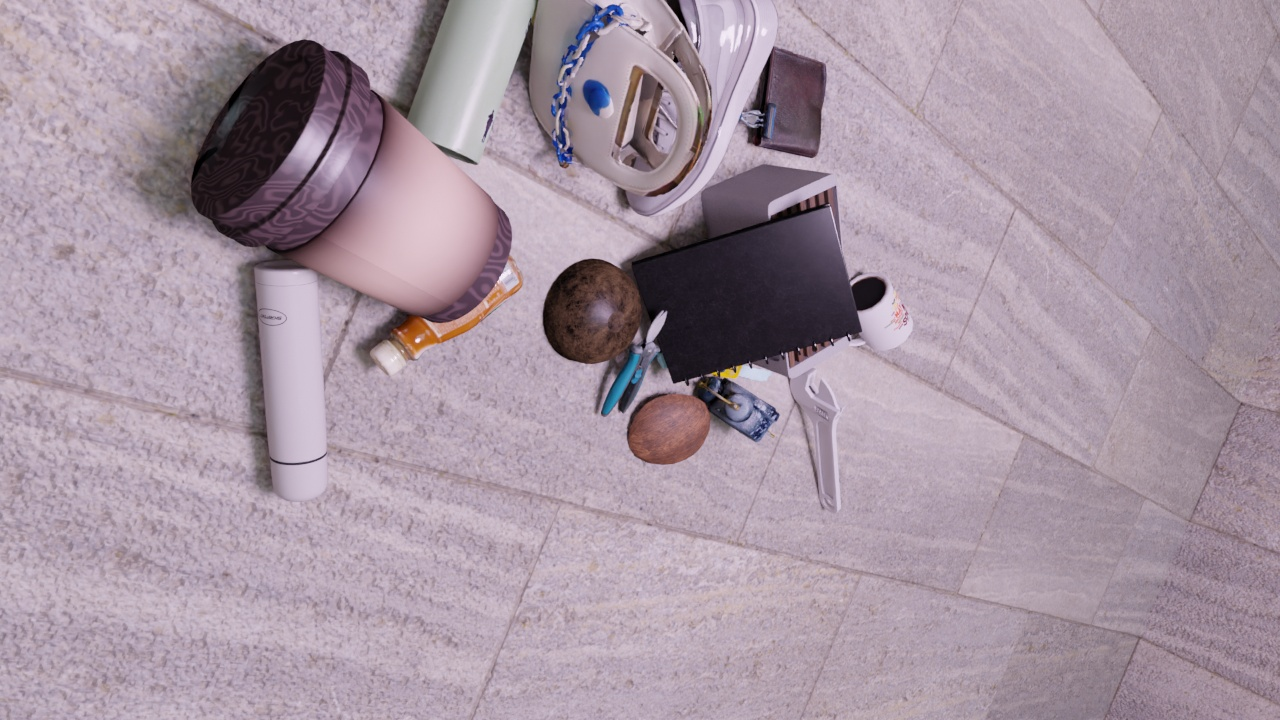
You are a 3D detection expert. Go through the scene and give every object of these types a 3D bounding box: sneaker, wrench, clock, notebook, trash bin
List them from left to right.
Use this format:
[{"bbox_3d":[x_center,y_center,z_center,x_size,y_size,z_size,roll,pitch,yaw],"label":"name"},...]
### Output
[{"bbox_3d":[0.031,-0.267,0.952,0.128,0.096,0.264,5,128,-34],"label":"sneaker"},{"bbox_3d":[0.125,0.058,1.183,0.129,0.090,0.052,37,87,-44],"label":"clock"},{"bbox_3d":[0.126,-0.069,1.064,0.232,0.019,0.169,-16,115,10],"label":"notebook"},{"bbox_3d":[0.172,-0.113,1.141,0.114,0.114,0.229,-28,121,-28],"label":"trash bin"},{"bbox_3d":[0.261,0.122,1.336,0.018,0.087,0.274,-35,134,-25],"label":"wrench"}]

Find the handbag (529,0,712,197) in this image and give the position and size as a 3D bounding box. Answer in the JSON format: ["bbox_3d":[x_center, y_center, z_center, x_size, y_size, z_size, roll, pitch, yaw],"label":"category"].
[{"bbox_3d":[-0.022,-0.252,0.869,0.092,0.199,0.201,-34,159,-28],"label":"handbag"}]

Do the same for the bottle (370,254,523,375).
[{"bbox_3d":[-0.194,-0.048,0.913,0.166,0.059,0.059,-42,127,-19],"label":"bottle"}]

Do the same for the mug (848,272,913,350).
[{"bbox_3d":[0.326,-0.061,1.317,0.105,0.073,0.089,-37,129,9],"label":"mug"}]

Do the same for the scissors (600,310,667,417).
[{"bbox_3d":[-0.003,0.008,1.082,0.132,0.019,0.148,-41,150,-14],"label":"scissors"}]

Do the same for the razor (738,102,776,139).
[{"bbox_3d":[0.096,-0.292,1.073,0.143,0.022,0.042,4,96,-28],"label":"razor"}]

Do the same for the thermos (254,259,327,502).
[{"bbox_3d":[-0.319,0.022,0.844,0.052,0.052,0.224,-10,111,-36],"label":"thermos"}]

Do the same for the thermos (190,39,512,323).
[{"bbox_3d":[-0.233,-0.137,0.789,0.226,0.173,0.172,34,83,-47],"label":"thermos"}]

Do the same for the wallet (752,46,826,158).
[{"bbox_3d":[0.186,-0.318,1.140,0.099,0.031,0.120,1,99,-37],"label":"wallet"}]

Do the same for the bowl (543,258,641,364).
[{"bbox_3d":[-0.043,-0.050,1.033,0.121,0.056,0.121,-14,114,-34],"label":"bowl"}]

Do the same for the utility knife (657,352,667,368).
[{"bbox_3d":[0.069,-0.014,1.145,0.119,0.015,0.022,-17,109,-33],"label":"utility knife"}]

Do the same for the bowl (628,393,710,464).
[{"bbox_3d":[0.042,0.093,1.151,0.114,0.026,0.102,5,114,-28],"label":"bowl"}]

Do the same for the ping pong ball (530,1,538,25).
[{"bbox_3d":[-0.091,-0.344,0.902,0.040,0.040,0.040,-14,113,-34],"label":"ping pong ball"}]

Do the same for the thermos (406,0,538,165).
[{"bbox_3d":[-0.150,-0.305,0.850,0.082,0.082,0.231,18,95,-41],"label":"thermos"}]

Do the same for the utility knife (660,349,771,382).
[{"bbox_3d":[0.101,0.005,1.196,0.206,0.018,0.030,10,108,-43],"label":"utility knife"}]
